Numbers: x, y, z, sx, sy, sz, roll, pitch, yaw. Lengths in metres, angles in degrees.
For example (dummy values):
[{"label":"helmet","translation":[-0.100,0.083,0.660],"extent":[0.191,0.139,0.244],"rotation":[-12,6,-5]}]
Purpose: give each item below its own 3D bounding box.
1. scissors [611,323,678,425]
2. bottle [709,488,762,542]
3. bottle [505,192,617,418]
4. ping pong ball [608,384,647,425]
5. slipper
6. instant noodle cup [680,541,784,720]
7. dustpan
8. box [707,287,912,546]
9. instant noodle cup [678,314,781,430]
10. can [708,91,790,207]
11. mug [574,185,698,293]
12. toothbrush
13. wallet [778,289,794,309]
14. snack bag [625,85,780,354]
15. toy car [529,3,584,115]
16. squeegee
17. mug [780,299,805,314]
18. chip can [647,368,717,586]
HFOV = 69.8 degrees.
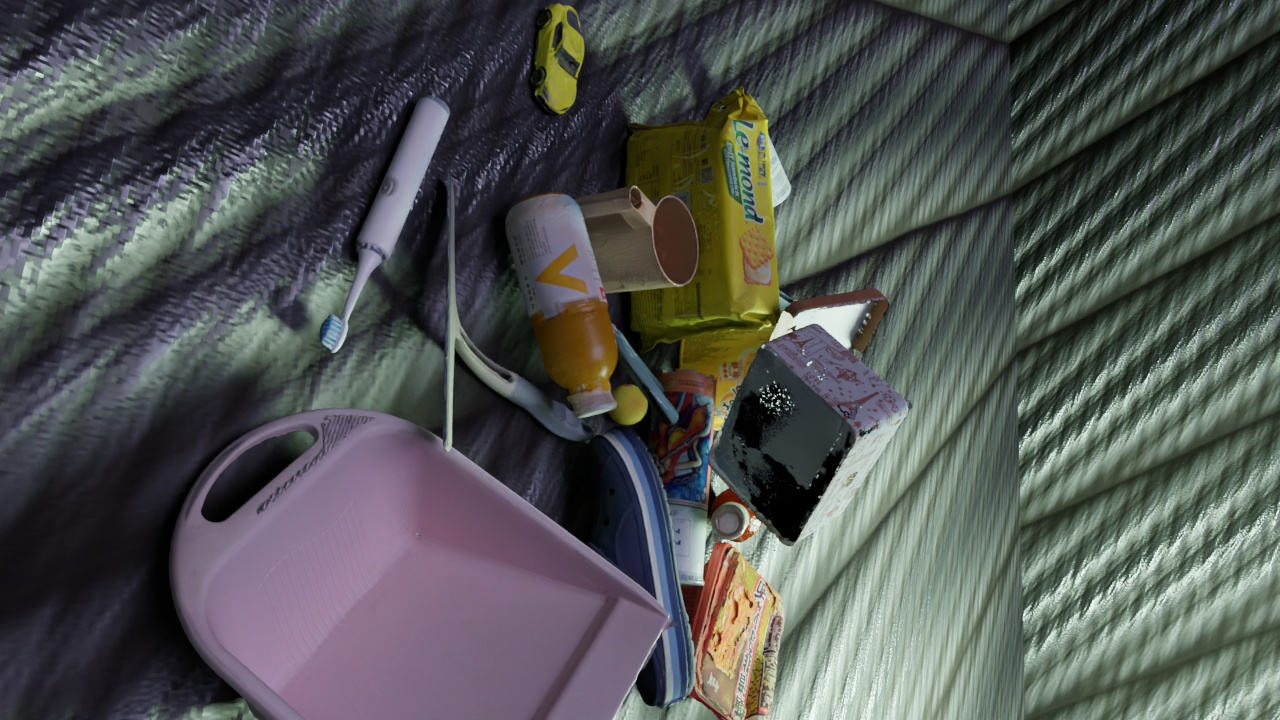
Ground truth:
[{"label":"scissors","translation":[-0.005,0.005,0.871],"extent":[0.170,0.019,0.178],"rotation":[53,2,25]},{"label":"bottle","translation":[0.102,0.167,0.984],"extent":[0.206,0.060,0.059],"rotation":[29,59,-79]},{"label":"bottle","translation":[-0.062,-0.046,0.780],"extent":[0.067,0.068,0.189],"rotation":[-5,77,-57]},{"label":"ping pong ball","translation":[-0.013,0.043,0.901],"extent":[0.040,0.040,0.040],"rotation":[11,77,-56]},{"label":"slipper","translation":[-0.019,0.189,0.834],"extent":[0.095,0.105,0.252],"rotation":[-11,83,-22]},{"label":"instant noodle cup","translation":[0.085,0.299,0.987],"extent":[0.189,0.079,0.164],"rotation":[52,45,-42]},{"label":"dustpan","translation":[-0.135,0.146,0.555],"extent":[0.221,0.274,0.139],"rotation":[-54,155,-49]},{"label":"box","translation":[0.186,0.048,0.906],"extent":[0.192,0.157,0.184],"rotation":[-20,145,-35]},{"label":"instant noodle cup","translation":[0.125,0.005,1.056],"extent":[0.137,0.110,0.138],"rotation":[10,79,-57]},{"label":"can","translation":[0.139,-0.262,1.158],"extent":[0.147,0.058,0.058],"rotation":[56,43,-37]},{"label":"mug","translation":[-0.020,-0.114,0.852],"extent":[0.124,0.104,0.084],"rotation":[38,55,-49]},{"label":"toothbrush","translation":[-0.185,-0.103,0.667],"extent":[0.026,0.027,0.220],"rotation":[50,47,-49]},{"label":"wallet","translation":[0.113,-0.077,1.060],"extent":[0.120,0.097,0.019],"rotation":[23,71,-54]},{"label":"snack bag","translation":[0.054,-0.136,0.921],"extent":[0.068,0.158,0.246],"rotation":[2,84,-50]},{"label":"toy car","translation":[-0.074,-0.281,0.856],"extent":[0.048,0.032,0.105],"rotation":[23,68,-54]},{"label":"squeegee","translation":[-0.107,0.014,0.761],"extent":[0.246,0.039,0.246],"rotation":[50,27,-52]},{"label":"mug","translation":[0.175,-0.005,1.173],"extent":[0.114,0.082,0.106],"rotation":[-31,117,-25]},{"label":"chip can","translation":[0.038,0.119,0.944],"extent":[0.071,0.071,0.214],"rotation":[28,63,-53]}]
